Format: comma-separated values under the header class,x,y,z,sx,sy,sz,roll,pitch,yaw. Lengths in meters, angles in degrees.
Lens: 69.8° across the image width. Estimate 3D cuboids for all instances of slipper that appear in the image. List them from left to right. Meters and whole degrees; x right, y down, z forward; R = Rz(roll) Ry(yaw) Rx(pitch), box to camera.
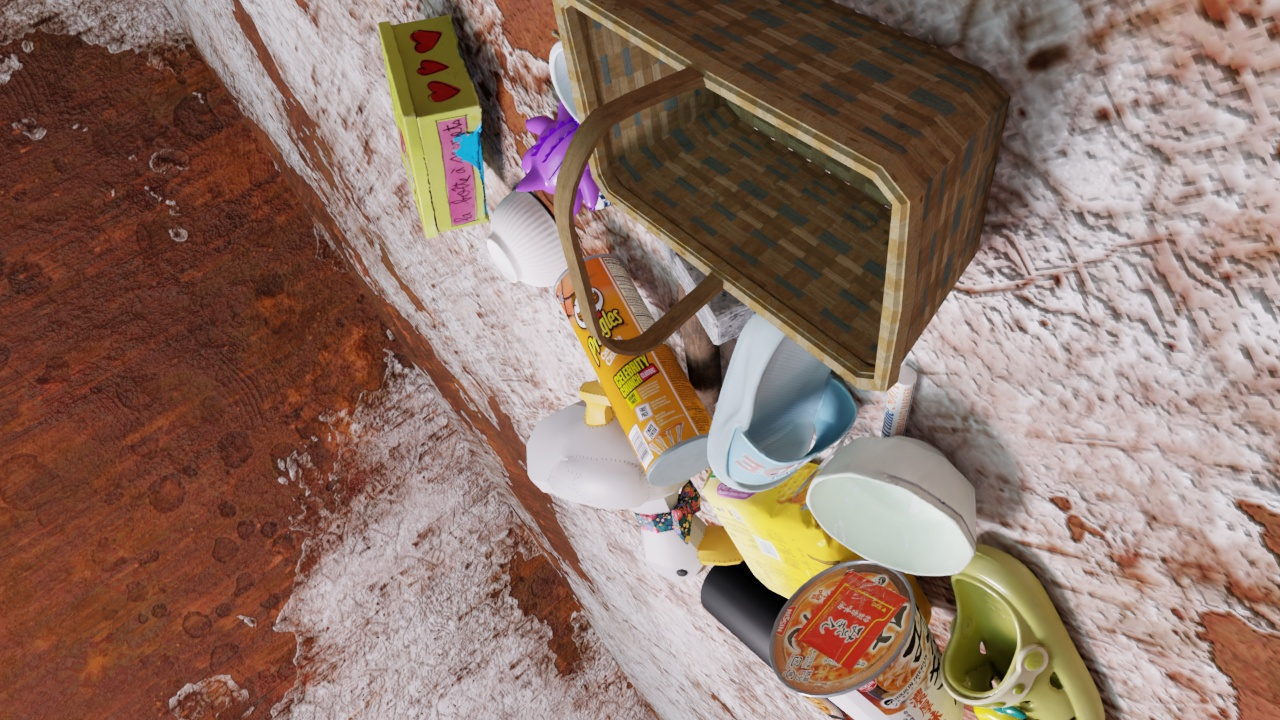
class,x,y,z,sx,sy,sz,roll,pitch,yaw
slipper,0.111,0.035,0.675,0.074,0.103,0.246,49,157,28
slipper,0.265,0.222,0.661,0.092,0.081,0.190,11,131,61

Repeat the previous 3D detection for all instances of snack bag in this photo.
class,x,y,z,sx,sy,sz,roll,pitch,yaw
snack bag,0.153,0.168,0.854,0.159,0.068,0.248,60,161,-16

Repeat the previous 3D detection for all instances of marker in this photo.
class,x,y,z,sx,sy,sz,roll,pitch,yaw
marker,0.182,0.053,0.661,0.017,0.017,0.146,42,158,32

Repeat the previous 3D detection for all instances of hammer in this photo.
class,x,y,z,sx,sy,sz,roll,pitch,yaw
hammer,0.032,-0.060,0.771,0.217,0.037,0.301,62,174,24

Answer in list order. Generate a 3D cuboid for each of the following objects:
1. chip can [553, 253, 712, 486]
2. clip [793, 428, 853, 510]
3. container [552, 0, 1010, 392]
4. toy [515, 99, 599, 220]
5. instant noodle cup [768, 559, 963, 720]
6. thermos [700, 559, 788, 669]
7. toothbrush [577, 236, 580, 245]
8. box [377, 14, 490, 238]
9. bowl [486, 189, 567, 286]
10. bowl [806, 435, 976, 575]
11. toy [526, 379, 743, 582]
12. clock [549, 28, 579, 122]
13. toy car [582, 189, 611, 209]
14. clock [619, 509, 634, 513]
class,x,y,z,sx,sy,sz,roll,pitch,yaw
chip can,-0.005,0.005,0.839,0.075,0.075,0.215,87,158,-59
clip,0.152,0.077,0.722,0.046,0.101,0.056,44,117,10
container,0.039,-0.092,0.480,0.250,0.186,0.158,42,158,33
toy,-0.068,-0.174,0.789,0.088,0.055,0.106,-45,76,32
instant noodle cup,0.186,0.244,0.720,0.122,0.123,0.124,51,164,-22
thermos,0.163,0.306,1.047,0.199,0.086,0.086,31,151,50
toothbrush,-0.041,-0.065,1.002,0.017,0.016,0.181,9,132,54
box,-0.214,-0.239,0.963,0.221,0.082,0.124,105,148,-69
bowl,-0.133,-0.128,1.037,0.118,0.062,0.118,46,161,21
bowl,0.181,0.093,0.638,0.117,0.061,0.118,24,149,15
toy,-0.008,0.120,0.978,0.247,0.140,0.268,2,119,18
clock,-0.009,-0.195,0.629,0.118,0.057,0.083,30,151,37
toy car,-0.061,-0.170,0.841,0.090,0.027,0.039,46,158,22
clock,-0.019,0.109,1.093,0.159,0.117,0.081,59,166,8
